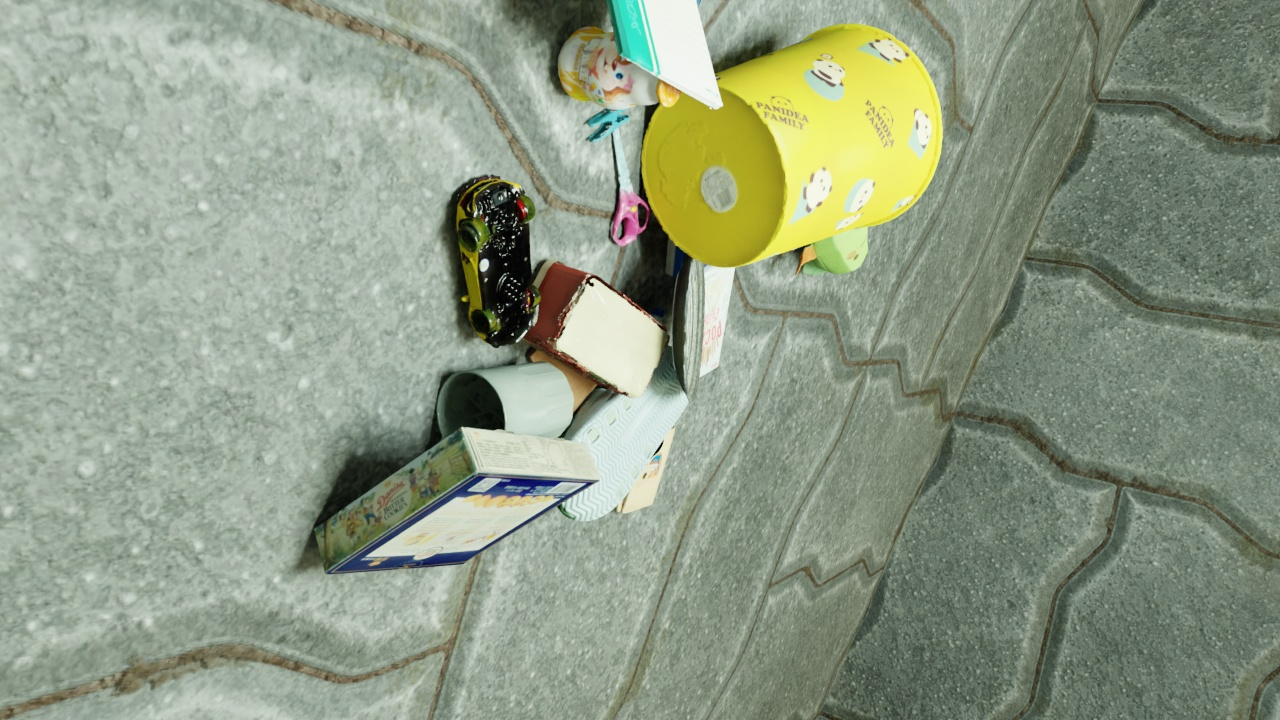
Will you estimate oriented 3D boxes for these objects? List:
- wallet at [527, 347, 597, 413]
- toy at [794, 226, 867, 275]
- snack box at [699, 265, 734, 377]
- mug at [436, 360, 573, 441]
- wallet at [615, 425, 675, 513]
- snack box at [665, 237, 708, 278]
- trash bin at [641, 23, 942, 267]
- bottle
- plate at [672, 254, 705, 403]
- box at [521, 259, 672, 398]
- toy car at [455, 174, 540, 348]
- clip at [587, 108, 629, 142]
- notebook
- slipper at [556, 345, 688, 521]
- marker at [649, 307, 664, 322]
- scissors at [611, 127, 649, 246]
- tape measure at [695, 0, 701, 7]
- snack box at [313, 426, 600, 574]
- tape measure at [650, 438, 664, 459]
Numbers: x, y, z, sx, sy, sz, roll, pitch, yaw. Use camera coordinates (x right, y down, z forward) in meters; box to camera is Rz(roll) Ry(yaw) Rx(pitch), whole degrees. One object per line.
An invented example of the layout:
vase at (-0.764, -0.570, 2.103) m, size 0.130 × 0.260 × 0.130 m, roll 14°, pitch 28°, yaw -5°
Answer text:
wallet at (-0.069, -0.003, 0.970) m, size 0.101 × 0.020 × 0.115 m, roll -49°, pitch 144°, yaw -24°
toy at (0.271, -0.208, 1.272) m, size 0.226 × 0.090 × 0.247 m, roll -48°, pitch 145°, yaw -15°
snack box at (0.078, -0.050, 1.161) m, size 0.084 × 0.027 × 0.157 m, roll -29°, pitch 134°, yaw -46°
mug at (-0.135, 0.058, 0.862) m, size 0.124 × 0.083 × 0.103 m, roll -49°, pitch 161°, yaw 29°
wallet at (0.006, 0.142, 1.195) m, size 0.087 × 0.024 × 0.115 m, roll -6°, pitch 118°, yaw -55°
snack box at (0.088, -0.161, 1.092) m, size 0.156 × 0.026 × 0.085 m, roll -33°, pitch 138°, yaw -43°
trash bin at (0.154, -0.221, 0.971) m, size 0.254 × 0.230 × 0.230 m, roll -27°, pitch 134°, yaw -40°
bottle at (-0.016, -0.244, 0.779) m, size 0.063 × 0.108 × 0.063 m, roll -38°, pitch 140°, yaw -41°
plate at (0.052, -0.043, 1.017) m, size 0.179 × 0.024 × 0.179 m, roll 4°, pitch 89°, yaw -80°
box at (-0.039, -0.023, 0.913) m, size 0.168 × 0.077 × 0.091 m, roll 34°, pitch 81°, yaw -54°
toy car at (-0.125, -0.082, 0.795) m, size 0.071 × 0.041 × 0.156 m, roll -37°, pitch 138°, yaw -40°
clip at (-0.030, -0.227, 0.867) m, size 0.056 × 0.014 × 0.043 m, roll -45°, pitch 146°, yaw -33°
notebook at (0.003, -0.315, 0.732) m, size 0.150 × 0.012 × 0.209 m, roll 3°, pitch 72°, yaw -58°
slipper at (-0.027, 0.070, 1.031) m, size 0.244 × 0.074 × 0.104 m, roll -48°, pitch 128°, yaw -35°
marker at (-0.006, 0.006, 1.078) m, size 0.017 × 0.017 × 0.146 m, roll 18°, pitch 96°, yaw -60°
scissors at (-0.015, -0.179, 0.929) m, size 0.057 × 0.017 × 0.133 m, roll -38°, pitch 138°, yaw -29°
tape measure at (0.036, -0.349, 0.870) m, size 0.054 × 0.025 × 0.058 m, roll 33°, pitch 79°, yaw -59°
snack box at (-0.155, 0.125, 0.803) m, size 0.183 × 0.045 × 0.177 m, roll -33°, pitch 158°, yaw 20°
tape measure at (-0.002, 0.092, 1.108) m, size 0.058 × 0.057 × 0.039 m, roll -59°, pitch 150°, yaw 6°
